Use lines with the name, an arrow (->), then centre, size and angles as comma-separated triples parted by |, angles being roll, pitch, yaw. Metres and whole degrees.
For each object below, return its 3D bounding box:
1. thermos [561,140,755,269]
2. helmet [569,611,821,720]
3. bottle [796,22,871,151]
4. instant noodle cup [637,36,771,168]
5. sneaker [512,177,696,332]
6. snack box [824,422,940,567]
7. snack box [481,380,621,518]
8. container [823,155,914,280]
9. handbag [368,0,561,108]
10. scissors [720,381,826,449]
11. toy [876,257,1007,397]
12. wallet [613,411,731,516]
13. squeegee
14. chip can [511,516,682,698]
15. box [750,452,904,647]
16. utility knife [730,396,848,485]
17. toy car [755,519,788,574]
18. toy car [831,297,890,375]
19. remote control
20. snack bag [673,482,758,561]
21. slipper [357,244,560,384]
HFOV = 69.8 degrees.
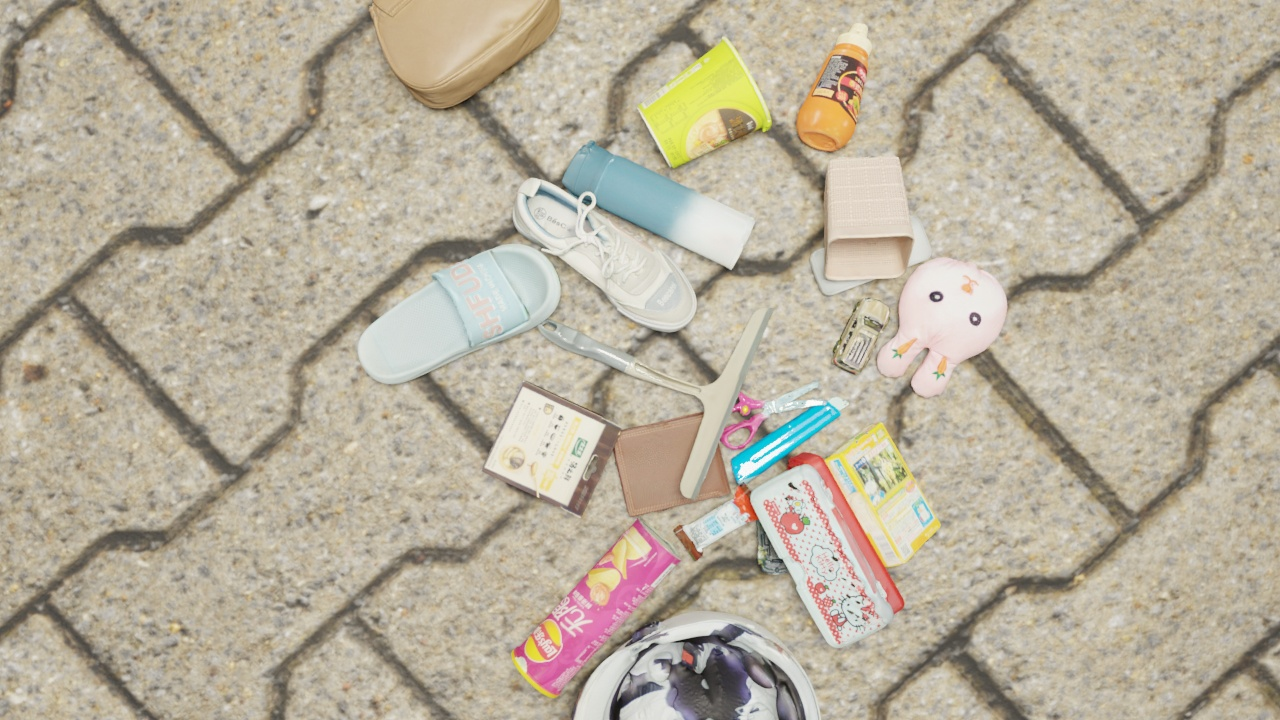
thermos -> 0.019, -0.176, 1.040 | 0.220, 0.070, 0.070 | 25, 89, 1
helmet -> 0.060, 0.377, 0.994 | 0.259, 0.146, 0.229 | -22, 88, 7
bottle -> 0.228, -0.316, 1.045 | 0.067, 0.067, 0.149 | 21, 83, 0
instant noodle cup -> 0.067, -0.278, 1.024 | 0.123, 0.111, 0.111 | -30, 90, 8
sneaker -> -0.036, -0.124, 1.017 | 0.242, 0.091, 0.089 | 35, 76, 1
snack box -> 0.273, 0.149, 1.031 | 0.086, 0.034, 0.140 | -30, 92, -39
snack box -> -0.100, 0.099, 1.040 | 0.125, 0.053, 0.113 | 25, 89, -1
container -> 0.247, -0.159, 1.011 | 0.090, 0.090, 0.110 | -1, 65, 7
handbag -> -0.194, -0.382, 1.025 | 0.204, 0.100, 0.147 | -36, 82, -1
scissors -> 0.150, 0.064, 1.055 | 0.138, 0.017, 0.083 | -5, 82, 4
toy -> 0.343, -0.038, 1.047 | 0.121, 0.054, 0.159 | 28, 97, -1
wallet -> 0.034, 0.119, 1.054 | 0.124, 0.032, 0.101 | -13, 93, 0
squeegee -> -0.006, 0.006, 1.048 | 0.246, 0.039, 0.246 | 22, 69, 7
chip can -> -0.048, 0.275, 1.031 | 0.071, 0.071, 0.210 | 43, 89, 0
box -> 0.199, 0.210, 1.017 | 0.101, 0.095, 0.201 | -29, 91, -6
utility knife -> 0.172, 0.089, 1.060 | 0.159, 0.018, 0.034 | -34, 76, -2
toy car -> 0.152, 0.199, 1.051 | 0.043, 0.034, 0.090 | -5, 75, 3
toy car -> 0.255, -0.030, 1.053 | 0.042, 0.035, 0.090 | 27, 87, -1
remote control -> 0.265, -0.121, 1.060 | 0.136, 0.020, 0.056 | -21, 90, 0
snack bag -> 0.090, 0.184, 1.046 | 0.104, 0.026, 0.048 | -39, 83, 19
slipper -> -0.209, -0.055, 1.024 | 0.245, 0.074, 0.104 | -28, 78, 2
